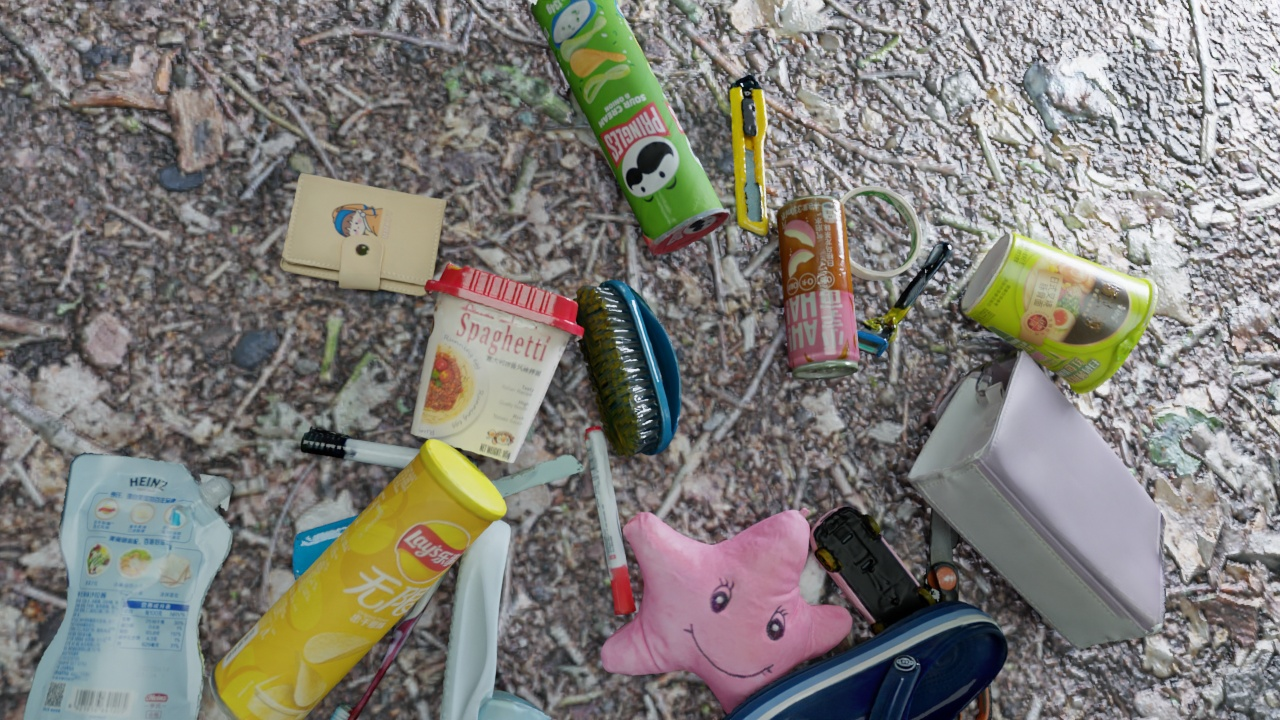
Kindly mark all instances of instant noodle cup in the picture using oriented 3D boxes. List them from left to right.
[{"bbox_3d":[-0.112,0.004,0.677,0.116,0.117,0.124,17,86,-8],"label":"instant noodle cup"},{"bbox_3d":[0.349,-0.048,0.785,0.123,0.112,0.111,28,73,4],"label":"instant noodle cup"}]

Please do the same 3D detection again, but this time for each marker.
[{"bbox_3d":[-0.187,0.070,0.690,0.130,0.018,0.022,9,66,-9],"label":"marker"},{"bbox_3d":[-0.024,0.123,0.712,0.017,0.017,0.145,-8,79,-13],"label":"marker"}]

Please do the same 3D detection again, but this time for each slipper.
[{"bbox_3d":[-0.099,0.232,0.630,0.074,0.104,0.245,5,70,-10],"label":"slipper"},{"bbox_3d":[0.166,0.265,0.654,0.252,0.095,0.105,-24,119,-16],"label":"slipper"}]

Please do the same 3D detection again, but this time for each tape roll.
[{"bbox_3d":[0.207,-0.113,0.813,0.085,0.014,0.085,3,77,-11],"label":"tape roll"}]

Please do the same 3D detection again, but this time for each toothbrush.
[{"bbox_3d":[-0.173,0.192,0.663,0.017,0.016,0.187,29,77,6],"label":"toothbrush"}]

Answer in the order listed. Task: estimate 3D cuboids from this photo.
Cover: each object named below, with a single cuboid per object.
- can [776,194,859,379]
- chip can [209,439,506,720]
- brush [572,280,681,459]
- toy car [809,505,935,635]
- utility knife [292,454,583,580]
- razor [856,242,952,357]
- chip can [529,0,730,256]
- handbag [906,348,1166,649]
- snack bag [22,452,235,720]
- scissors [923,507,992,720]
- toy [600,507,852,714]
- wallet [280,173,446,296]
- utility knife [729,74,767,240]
[{"bbox_3d":[0.148,-0.061,0.767,0.058,0.058,0.147,-1,78,-12],"label":"can"},{"bbox_3d":[-0.187,0.151,0.610,0.072,0.072,0.213,44,91,1],"label":"chip can"},{"bbox_3d":[-0.004,0.004,0.725,0.073,0.055,0.143,-11,79,-37],"label":"brush"},{"bbox_3d":[0.184,0.173,0.731,0.056,0.037,0.122,-36,84,-10],"label":"toy car"},{"bbox_3d":[-0.148,0.112,0.688,0.224,0.018,0.034,-17,101,-16],"label":"utility knife"},{"bbox_3d":[0.231,-0.054,0.802,0.043,0.022,0.142,25,63,41],"label":"razor"},{"bbox_3d":[-0.011,-0.206,0.760,0.072,0.072,0.236,-25,83,-16],"label":"chip can"},{"bbox_3d":[0.324,0.109,0.736,0.197,0.099,0.144,46,54,-5],"label":"handbag"},{"bbox_3d":[-0.346,0.162,0.627,0.110,0.039,0.190,5,75,-5],"label":"snack bag"},{"bbox_3d":[0.233,0.190,0.746,0.152,0.022,0.234,-13,81,-13],"label":"scissors"},{"bbox_3d":[0.065,0.178,0.682,0.194,0.074,0.178,33,89,-10],"label":"toy"},{"bbox_3d":[-0.216,-0.096,0.719,0.115,0.024,0.087,10,77,-11],"label":"wallet"},{"bbox_3d":[0.098,-0.180,0.805,0.033,0.015,0.156,0,78,-9],"label":"utility knife"}]
